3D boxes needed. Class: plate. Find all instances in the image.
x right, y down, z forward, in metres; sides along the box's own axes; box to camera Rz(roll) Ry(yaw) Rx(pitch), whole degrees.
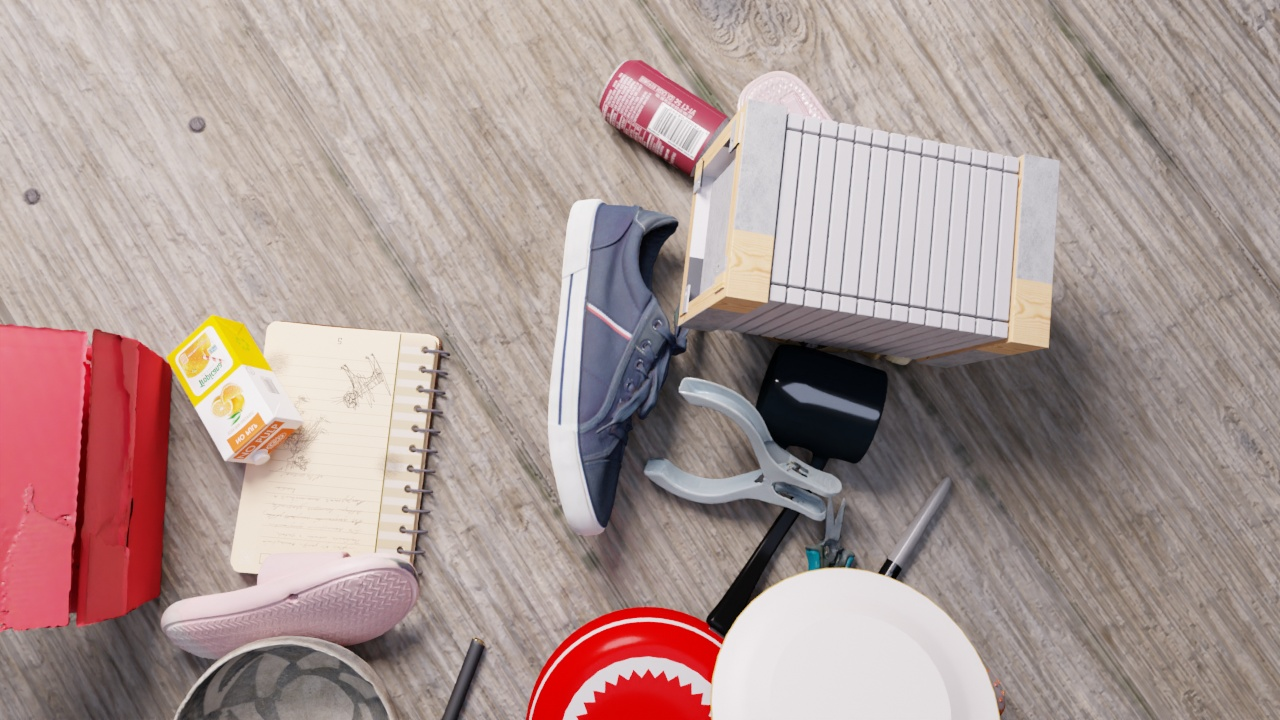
[{"bbox_3d":[0.171,0.273,0.722,0.230,0.021,0.229,1,60,-1],"label":"plate"}]

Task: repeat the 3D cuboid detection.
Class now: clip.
[{"bbox_3d":[0.072,0.105,0.800,0.174,0.030,0.159,38,127,-6],"label":"clip"}]

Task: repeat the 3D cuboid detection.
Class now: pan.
[{"bbox_3d":[0.048,0.258,0.782,0.209,0.067,0.356,35,86,3],"label":"pan"}]

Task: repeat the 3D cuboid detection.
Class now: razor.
[{"bbox_3d":[-0.163,0.310,0.788,0.042,0.022,0.144,28,74,-40],"label":"razor"}]

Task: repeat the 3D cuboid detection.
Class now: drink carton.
[{"bbox_3d":[-0.349,0.028,0.792,0.058,0.040,0.122,-40,72,7],"label":"drink carton"}]

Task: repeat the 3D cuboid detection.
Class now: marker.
[{"bbox_3d":[0.239,0.160,0.814,0.016,0.022,0.138,34,84,9],"label":"marker"}]

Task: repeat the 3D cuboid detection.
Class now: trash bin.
[{"bbox_3d":[0.172,-0.089,0.725,0.247,0.142,0.142,8,82,-10],"label":"trash bin"}]

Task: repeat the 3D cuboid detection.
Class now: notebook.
[{"bbox_3d":[-0.264,0.081,0.814,0.167,0.024,0.225,5,82,1],"label":"notebook"}]

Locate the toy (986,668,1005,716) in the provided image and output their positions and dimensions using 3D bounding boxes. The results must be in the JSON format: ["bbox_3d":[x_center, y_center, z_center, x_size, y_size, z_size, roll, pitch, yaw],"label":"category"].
[{"bbox_3d":[0.216,0.332,0.755,0.172,0.093,0.163,1,82,0],"label":"toy"}]

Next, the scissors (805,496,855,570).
[{"bbox_3d":[0.161,0.198,0.802,0.148,0.019,0.123,-43,103,-22],"label":"scissors"}]

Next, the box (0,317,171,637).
[{"bbox_3d":[-0.430,0.084,0.665,0.121,0.318,0.211,-2,83,6],"label":"box"}]

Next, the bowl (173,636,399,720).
[{"bbox_3d":[-0.277,0.300,0.751,0.178,0.081,0.178,0,99,-2],"label":"bowl"}]

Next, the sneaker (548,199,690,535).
[{"bbox_3d":[-0.005,0.005,0.791,0.127,0.120,0.294,3,79,12],"label":"sneaker"}]

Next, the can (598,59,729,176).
[{"bbox_3d":[0.022,-0.222,0.841,0.114,0.063,0.063,34,83,3],"label":"can"}]

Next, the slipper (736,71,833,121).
[{"bbox_3d":[0.170,-0.166,0.837,0.094,0.064,0.239,-28,82,-5],"label":"slipper"}]

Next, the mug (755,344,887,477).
[{"bbox_3d":[0.148,0.052,0.801,0.094,0.085,0.122,18,100,2],"label":"mug"}]

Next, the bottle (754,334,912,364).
[{"bbox_3d":[0.165,-0.034,0.822,0.166,0.060,0.059,17,82,-4],"label":"bottle"}]

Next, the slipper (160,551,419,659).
[{"bbox_3d":[-0.289,0.204,0.766,0.222,0.107,0.055,-15,45,7],"label":"slipper"}]
